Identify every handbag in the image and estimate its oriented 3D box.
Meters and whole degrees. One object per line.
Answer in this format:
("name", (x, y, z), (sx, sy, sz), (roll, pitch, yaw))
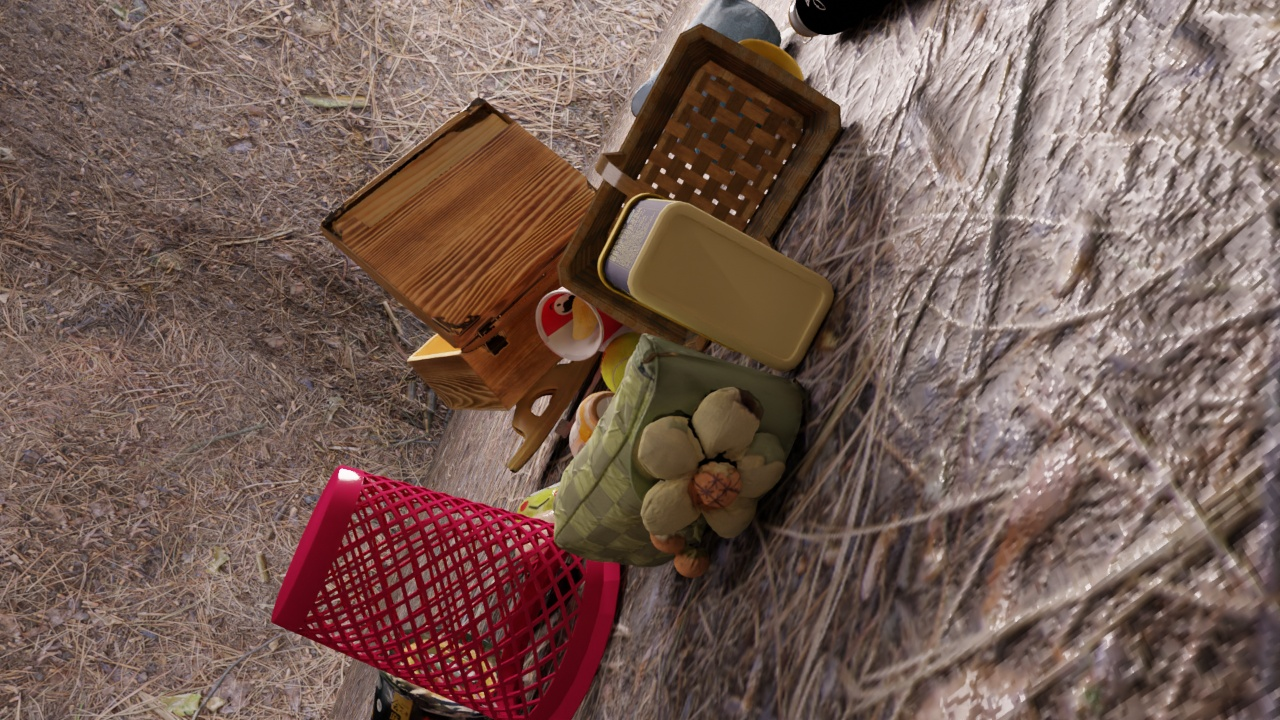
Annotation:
("handbag", (0.085, -0.332, 1.093), (0.192, 0.118, 0.122), (-52, 55, 11))
("handbag", (0.021, 0.076, 0.565), (0.187, 0.113, 0.116), (-60, 26, 32))

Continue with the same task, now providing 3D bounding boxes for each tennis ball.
("tennis ball", (-0.005, 0.005, 0.875), (0.065, 0.065, 0.065), (-59, 13, 23))

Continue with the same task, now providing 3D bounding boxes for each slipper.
("slipper", (-0.119, 0.026, 1.226), (0.263, 0.078, 0.099), (-58, 6, -6))

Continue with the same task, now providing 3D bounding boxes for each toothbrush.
("toothbrush", (-0.062, 0.027, 1.179), (0.181, 0.018, 0.015), (-58, 12, 22))

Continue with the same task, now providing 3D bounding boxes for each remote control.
("remote control", (-0.097, 0.240, 0.895), (0.137, 0.015, 0.032), (-52, 17, 44))

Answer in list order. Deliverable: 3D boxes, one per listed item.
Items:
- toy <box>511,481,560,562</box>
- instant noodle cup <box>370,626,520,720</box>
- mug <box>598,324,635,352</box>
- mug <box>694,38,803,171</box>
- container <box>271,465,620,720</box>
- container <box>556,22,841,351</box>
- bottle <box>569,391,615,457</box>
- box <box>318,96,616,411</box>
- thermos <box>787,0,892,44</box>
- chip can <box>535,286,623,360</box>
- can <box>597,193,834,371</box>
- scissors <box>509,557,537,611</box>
("toy", (-0.087, 0.156, 0.899), (0.092, 0.046, 0.115), (-23, 18, 21))
("instant noodle cup", (-0.191, 0.334, 0.856), (0.137, 0.137, 0.112), (-120, 47, -75))
("mug", (-0.028, -0.059, 1.090), (0.122, 0.085, 0.094), (86, -164, -48))
("mug", (0.105, -0.255, 0.942), (0.122, 0.078, 0.078), (123, 167, -51))
("container", (-0.159, 0.183, 0.735), (0.184, 0.225, 0.182), (-54, 21, 32))
("container", (0.044, -0.133, 0.763), (0.250, 0.157, 0.186), (-59, 2, 21))
("bottle", (-0.037, 0.079, 0.869), (0.109, 0.063, 0.063), (110, 176, -50))
("box", (-0.196, -0.137, 1.153), (0.278, 0.315, 0.283), (-44, 20, -23))
("thermos", (0.179, -0.321, 0.785), (0.061, 0.061, 0.231), (-64, 12, 0))
("chip can", (-0.020, -0.077, 0.923), (0.069, 0.069, 0.219), (-55, -6, 36))
("can", (0.049, -0.054, 0.620), (0.075, 0.135, 0.104), (-63, 15, 5))
("scissors", (-0.127, 0.218, 1.052), (0.128, 0.019, 0.140), (-55, 21, 10))
